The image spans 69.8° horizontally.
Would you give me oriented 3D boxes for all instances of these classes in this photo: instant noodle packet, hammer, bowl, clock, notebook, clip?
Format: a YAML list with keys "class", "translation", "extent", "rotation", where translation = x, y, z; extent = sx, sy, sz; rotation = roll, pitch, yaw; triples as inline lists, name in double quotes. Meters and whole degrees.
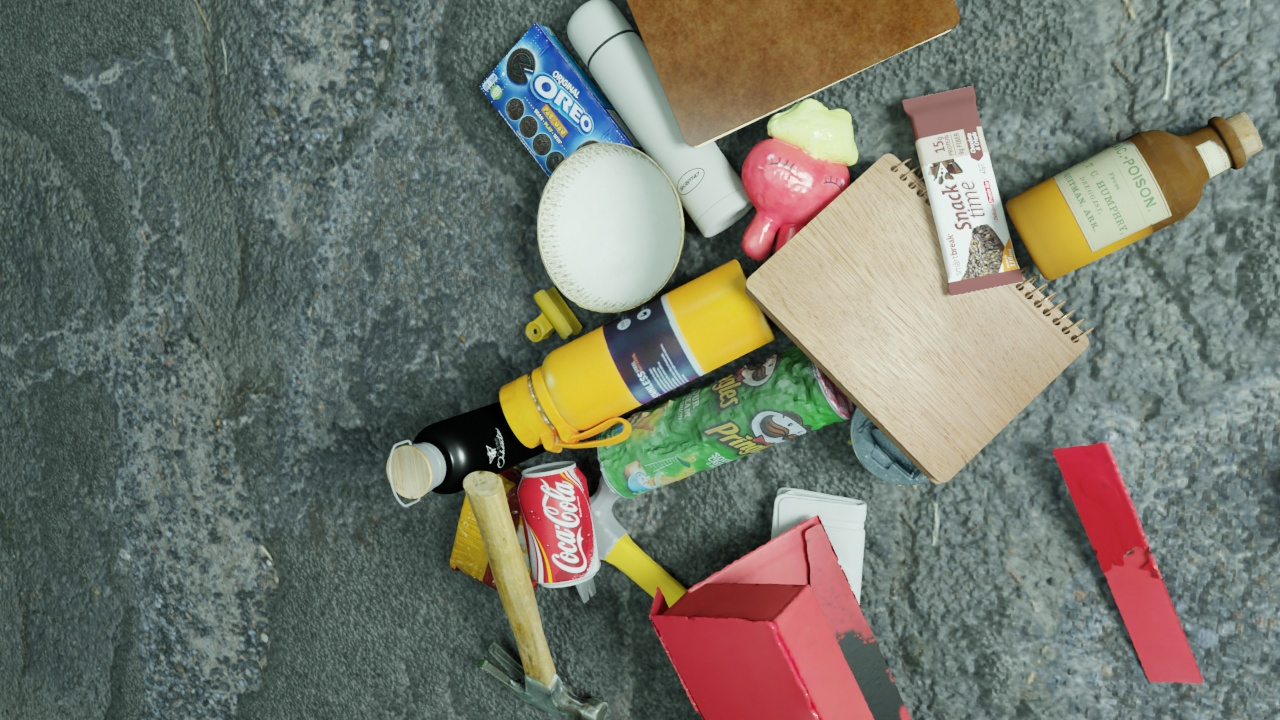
- class: "instant noodle packet"
  translation: [-0.134, 0.167, 0.917]
  extent: [0.098, 0.039, 0.135]
  rotation: [22, 108, 19]
- class: "hammer"
  translation: [-0.111, 0.223, 0.835]
  extent: [0.132, 0.033, 0.331]
  rotation: [15, 134, 25]
- class: "bowl"
  translation: [-0.014, -0.115, 0.797]
  extent: [0.145, 0.063, 0.145]
  rotation: [5, 100, 31]
- class: "clock"
  translation: [0.222, 0.044, 0.731]
  extent: [0.083, 0.057, 0.118]
  rotation: [43, 112, 13]
- class: "notebook"
  translation: [0.110, -0.289, 0.721]
  extent: [0.226, 0.024, 0.167]
  rotation: [-22, 89, 12]
- class: "hammer"
  translation: [0.061, 0.245, 0.850]
  extent: [0.323, 0.029, 0.127]
  rotation: [39, 111, 13]
- class: "clip"
  translation: [-0.089, -0.037, 0.871]
  extent: [0.049, 0.044, 0.054]
  rotation: [-36, 84, -1]
- class: "notebook"
  translation: [0.212, -0.039, 0.702]
  extent: [0.169, 0.022, 0.210]
  rotation: [-42, 80, -5]

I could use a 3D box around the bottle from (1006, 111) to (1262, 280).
- class: "bottle"
  translation: [0.346, -0.121, 0.644]
  extent: [0.157, 0.067, 0.068]
  rotation: [-28, 86, 25]

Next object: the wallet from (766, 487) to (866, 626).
- class: "wallet"
  translation: [0.151, 0.172, 0.796]
  extent: [0.086, 0.032, 0.116]
  rotation: [2, 99, 21]

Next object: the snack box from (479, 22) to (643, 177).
- class: "snack box"
  translation: [-0.073, -0.222, 0.835]
  extent: [0.082, 0.027, 0.150]
  rotation: [-42, 82, 24]

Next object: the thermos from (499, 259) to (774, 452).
- class: "thermos"
  translation: [-0.005, 0.005, 0.775]
  extent: [0.233, 0.076, 0.091]
  rotation: [-26, 44, 8]

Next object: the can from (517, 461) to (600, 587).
- class: "can"
  translation: [-0.075, 0.149, 0.841]
  extent: [0.064, 0.064, 0.105]
  rotation: [-8, 93, 24]

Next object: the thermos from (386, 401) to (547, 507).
- class: "thermos"
  translation: [-0.144, 0.075, 0.800]
  extent: [0.061, 0.230, 0.061]
  rotation: [4, 99, 23]

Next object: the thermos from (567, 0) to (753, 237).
- class: "thermos"
  translation: [0.014, -0.210, 0.785]
  extent: [0.052, 0.052, 0.224]
  rotation: [-37, 83, 24]

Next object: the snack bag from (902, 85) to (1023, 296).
- class: "snack bag"
  translation: [0.243, -0.130, 0.695]
  extent: [0.057, 0.013, 0.158]
  rotation: [-11, 82, 4]

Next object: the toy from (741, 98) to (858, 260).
- class: "toy"
  translation: [0.124, -0.141, 0.738]
  extent: [0.091, 0.045, 0.135]
  rotation: [19, 103, -14]

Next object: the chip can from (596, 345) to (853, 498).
- class: "chip can"
  translation: [0.066, 0.054, 0.792]
  extent: [0.224, 0.075, 0.075]
  rotation: [-24, 88, 25]

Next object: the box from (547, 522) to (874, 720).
- class: "box"
  translation: [0.052, 0.273, 0.881]
  extent: [0.215, 0.140, 0.512]
  rotation: [63, 158, -7]
